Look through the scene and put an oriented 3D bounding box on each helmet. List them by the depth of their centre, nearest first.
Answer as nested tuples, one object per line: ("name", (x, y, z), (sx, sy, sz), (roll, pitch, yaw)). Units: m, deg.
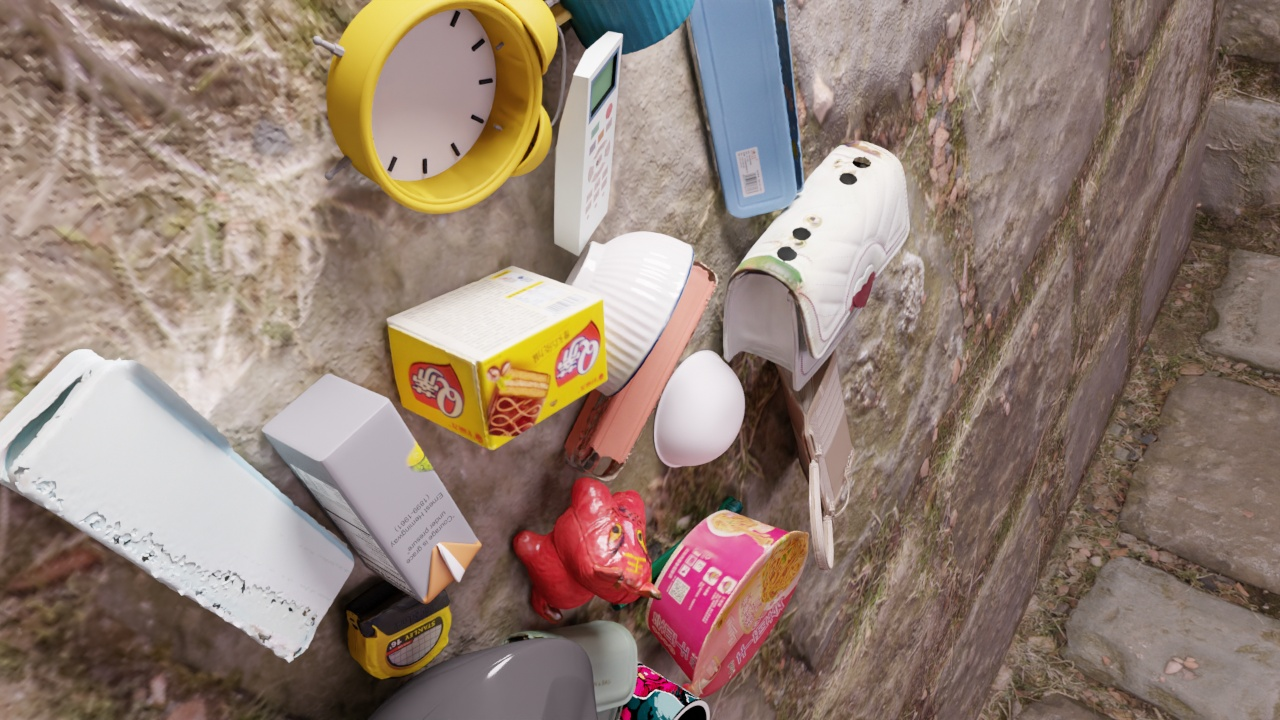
("helmet", (-0.116, 0.292, 0.581), (0.264, 0.170, 0.164), (-57, 142, -5))

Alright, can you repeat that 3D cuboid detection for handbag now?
("handbag", (-0.064, 0.263, 0.728), (0.121, 0.067, 0.106), (16, 92, -55))
("handbag", (0.158, -0.086, 0.809), (0.198, 0.096, 0.142), (-49, 154, -29))
("handbag", (0.174, 0.112, 0.904), (0.176, 0.062, 0.197), (68, 22, -43))

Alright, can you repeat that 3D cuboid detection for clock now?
("clock", (-0.097, -0.143, 0.494), (0.151, 0.052, 0.114), (-26, 136, -39))

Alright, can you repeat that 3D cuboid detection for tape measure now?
("tape measure", (-0.155, 0.169, 0.585), (0.065, 0.037, 0.064), (-29, 128, -40))

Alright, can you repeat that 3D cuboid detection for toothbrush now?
("toothbrush", (0.039, 0.180, 0.868), (0.189, 0.017, 0.016), (-31, 133, -42))

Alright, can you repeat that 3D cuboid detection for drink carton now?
("drink carton", (-0.149, 0.074, 0.520), (0.048, 0.076, 0.125), (-47, 134, -29))

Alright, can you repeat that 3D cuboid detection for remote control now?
("remote control", (-0.036, -0.130, 0.572), (0.144, 0.024, 0.049), (99, 15, -51))

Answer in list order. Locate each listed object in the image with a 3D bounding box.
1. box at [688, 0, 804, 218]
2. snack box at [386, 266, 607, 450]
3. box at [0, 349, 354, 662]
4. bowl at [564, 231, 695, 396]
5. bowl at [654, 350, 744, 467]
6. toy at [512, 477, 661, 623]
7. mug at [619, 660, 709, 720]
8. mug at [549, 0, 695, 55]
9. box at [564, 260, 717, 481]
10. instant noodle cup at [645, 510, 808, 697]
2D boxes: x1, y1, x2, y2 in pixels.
("box", (0.079, -0.217, 0.720), (0.074, 0.077, 0.209), (-14, 131, 1))
("snack box", (-0.084, -0.005, 0.556), (0.105, 0.084, 0.061), (-31, 131, -43))
("box", (-0.218, 0.076, 0.457), (0.199, 0.066, 0.082), (62, 32, -46))
("bowl", (-0.020, -0.041, 0.624), (0.062, 0.118, 0.118), (29, 80, -12))
("bowl", (0.062, 0.049, 0.814), (0.109, 0.041, 0.110), (-27, 127, -44))
("toy", (-0.045, 0.162, 0.679), (0.088, 0.094, 0.133), (12, 125, -40))
("mug", (-0.010, 0.328, 0.802), (0.082, 0.098, 0.118), (32, 80, -54))
("mug", (-0.033, -0.235, 0.529), (0.113, 0.083, 0.107), (-33, 141, -2))
("box", (-0.009, 0.003, 0.713), (0.058, 0.062, 0.188), (34, 80, -28))
("instant noodle cup", (0.076, 0.218, 0.865), (0.178, 0.078, 0.179), (-37, 144, -34))
